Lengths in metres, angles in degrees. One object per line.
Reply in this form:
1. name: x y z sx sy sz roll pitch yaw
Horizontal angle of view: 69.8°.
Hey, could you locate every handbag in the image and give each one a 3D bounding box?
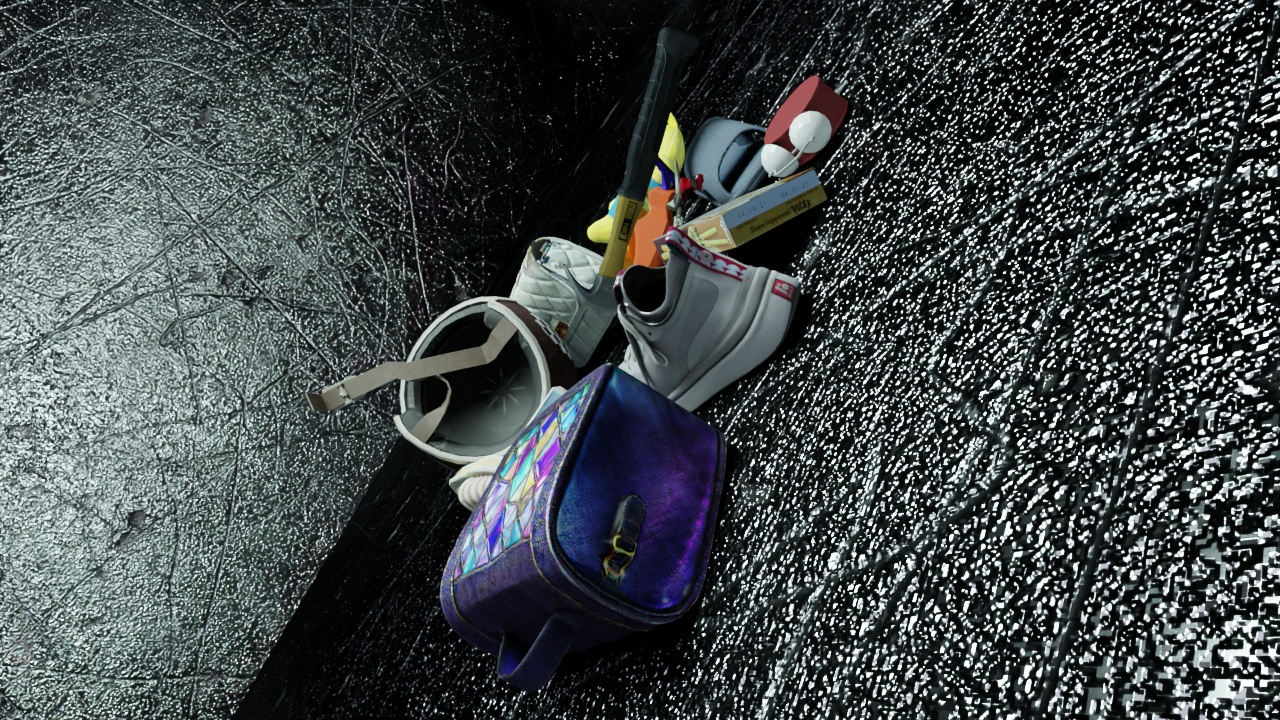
1. handbag: -0.050 0.137 0.688 0.205 0.125 0.221 -37 25 51
2. handbag: -0.104 -0.069 1.201 0.195 0.139 0.072 122 171 -56

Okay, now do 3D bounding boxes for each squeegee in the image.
1. squeegee: 0.016 -0.165 1.201 0.249 0.055 0.185 13 -84 -73

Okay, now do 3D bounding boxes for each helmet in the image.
1. helmet: -0.200 0.035 1.118 0.233 0.234 0.253 -51 -6 -1

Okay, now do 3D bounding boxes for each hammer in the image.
1. hammer: -0.003 -0.217 1.073 0.025 0.117 0.333 -130 53 -68

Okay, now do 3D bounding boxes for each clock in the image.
1. clock: -0.006 -0.178 1.257 0.044 0.099 0.129 -1 68 28
2. clock: 0.166 -0.236 0.934 0.087 0.044 0.124 -35 26 53

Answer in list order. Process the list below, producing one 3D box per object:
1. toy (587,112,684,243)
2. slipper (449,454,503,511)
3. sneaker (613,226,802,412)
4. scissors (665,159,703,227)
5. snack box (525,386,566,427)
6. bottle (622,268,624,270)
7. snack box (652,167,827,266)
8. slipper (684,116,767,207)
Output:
1. toy: 0.010 -0.275 1.425 0.149 0.084 0.213 -38 22 47
2. slipper: -0.144 0.156 0.970 0.052 0.115 0.263 -51 17 -23
3. sneaker: 0.017 -0.024 0.805 0.264 0.128 0.096 -38 23 54
4. scissors: 0.048 -0.162 1.064 0.200 0.015 0.179 160 111 -81
5. snack box: -0.062 0.080 0.865 0.079 0.093 0.095 -56 -1 0
6. bottle: -0.051 -0.085 1.292 0.112 0.047 0.047 -53 15 13
7. snack box: 0.090 -0.136 0.897 0.101 0.031 0.186 -29 9 -16
8. slipper: 0.091 -0.242 1.110 0.101 0.082 0.263 -58 15 4
